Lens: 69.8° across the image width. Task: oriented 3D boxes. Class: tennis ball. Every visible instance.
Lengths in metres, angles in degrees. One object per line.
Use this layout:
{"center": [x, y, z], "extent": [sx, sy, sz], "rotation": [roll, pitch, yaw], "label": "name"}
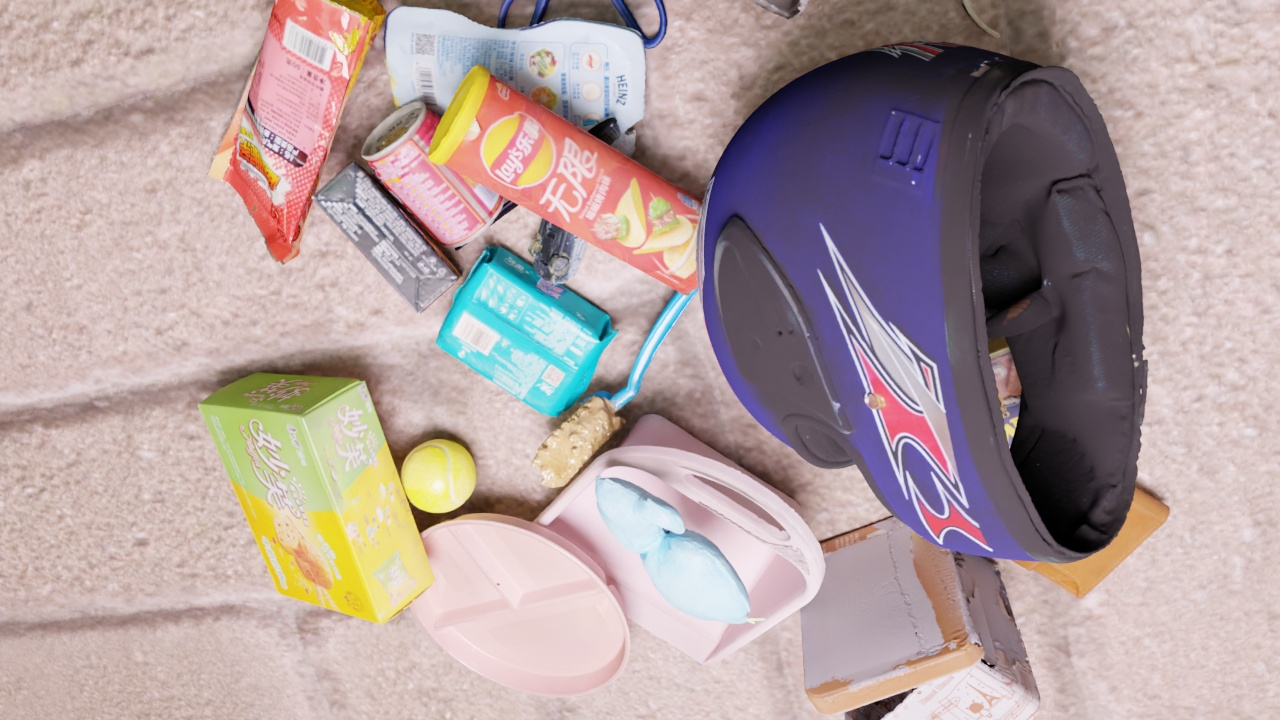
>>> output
{"center": [-0.179, 0.103, 0.817], "extent": [0.065, 0.065, 0.065], "rotation": [4, 114, 9], "label": "tennis ball"}

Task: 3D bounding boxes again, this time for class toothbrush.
{"center": [-0.083, -0.131, 0.709], "extent": [0.189, 0.014, 0.016], "rotation": [-30, 134, 34], "label": "toothbrush"}

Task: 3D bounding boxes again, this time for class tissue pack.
{"center": [-0.093, -0.022, 0.754], "extent": [0.133, 0.050, 0.093], "rotation": [34, 114, -5], "label": "tissue pack"}

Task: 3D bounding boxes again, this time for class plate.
{"center": [-0.115, 0.229, 0.857], "extent": [0.230, 0.028, 0.230], "rotation": [10, 125, 14], "label": "plate"}

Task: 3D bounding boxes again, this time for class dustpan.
{"center": [0.021, 0.165, 0.764], "extent": [0.222, 0.138, 0.274], "rotation": [30, 115, -3], "label": "dustpan"}

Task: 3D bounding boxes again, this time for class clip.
{"center": [0.205, -0.256, 0.604], "extent": [0.100, 0.034, 0.070], "rotation": [24, 115, -5], "label": "clip"}

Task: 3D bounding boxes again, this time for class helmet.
{"center": [0.162, -0.035, 0.591], "extent": [0.241, 0.246, 0.315], "rotation": [2, 112, 52], "label": "helmet"}

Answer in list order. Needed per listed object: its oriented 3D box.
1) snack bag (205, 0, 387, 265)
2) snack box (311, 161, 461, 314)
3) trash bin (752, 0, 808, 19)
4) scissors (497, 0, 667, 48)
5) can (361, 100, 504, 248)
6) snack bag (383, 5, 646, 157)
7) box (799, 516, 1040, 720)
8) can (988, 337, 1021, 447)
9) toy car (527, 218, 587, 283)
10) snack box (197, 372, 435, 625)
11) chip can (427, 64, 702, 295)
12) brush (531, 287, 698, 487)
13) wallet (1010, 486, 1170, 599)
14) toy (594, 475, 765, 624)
{"center": [-0.267, -0.191, 0.701], "extent": [0.128, 0.073, 0.208], "rotation": [45, 119, 24], "label": "snack bag"}
{"center": [-0.197, -0.092, 0.722], "extent": [0.053, 0.125, 0.113], "rotation": [-41, 102, -3], "label": "snack box"}
{"center": [0.070, -0.342, 0.509], "extent": [0.199, 0.198, 0.220], "rotation": [34, 107, -4], "label": "trash bin"}
{"center": [-0.045, -0.285, 0.653], "extent": [0.162, 0.012, 0.176], "rotation": [35, 114, -4], "label": "scissors"}
{"center": [-0.156, -0.140, 0.691], "extent": [0.067, 0.066, 0.094], "rotation": [-25, 130, 20], "label": "can"}
{"center": [-0.089, -0.202, 0.676], "extent": [0.191, 0.038, 0.110], "rotation": [8, 129, 9], "label": "snack bag"}
{"center": [0.204, 0.209, 0.723], "extent": [0.148, 0.180, 0.147], "rotation": [32, 115, -3], "label": "box"}
{"center": [0.287, 0.017, 0.692], "extent": [0.102, 0.057, 0.083], "rotation": [-25, 104, 20], "label": "can"}
{"center": [-0.059, -0.104, 0.717], "extent": [0.034, 0.043, 0.091], "rotation": [1, 116, -35], "label": "toy car"}
{"center": [-0.286, 0.119, 0.815], "extent": [0.158, 0.069, 0.210], "rotation": [3, 116, 35], "label": "snack box"}
{"center": [-0.037, -0.122, 0.649], "extent": [0.216, 0.073, 0.073], "rotation": [25, 118, -26], "label": "chip can"}
{"center": [-0.004, 0.004, 0.743], "extent": [0.046, 0.083, 0.255], "rotation": [39, 107, 4], "label": "brush"}
{"center": [0.336, 0.123, 0.743], "extent": [0.132, 0.031, 0.108], "rotation": [32, 114, -2], "label": "wallet"}
{"center": [0.028, 0.149, 0.689], "extent": [0.156, 0.049, 0.162], "rotation": [36, 157, 13], "label": "toy"}
